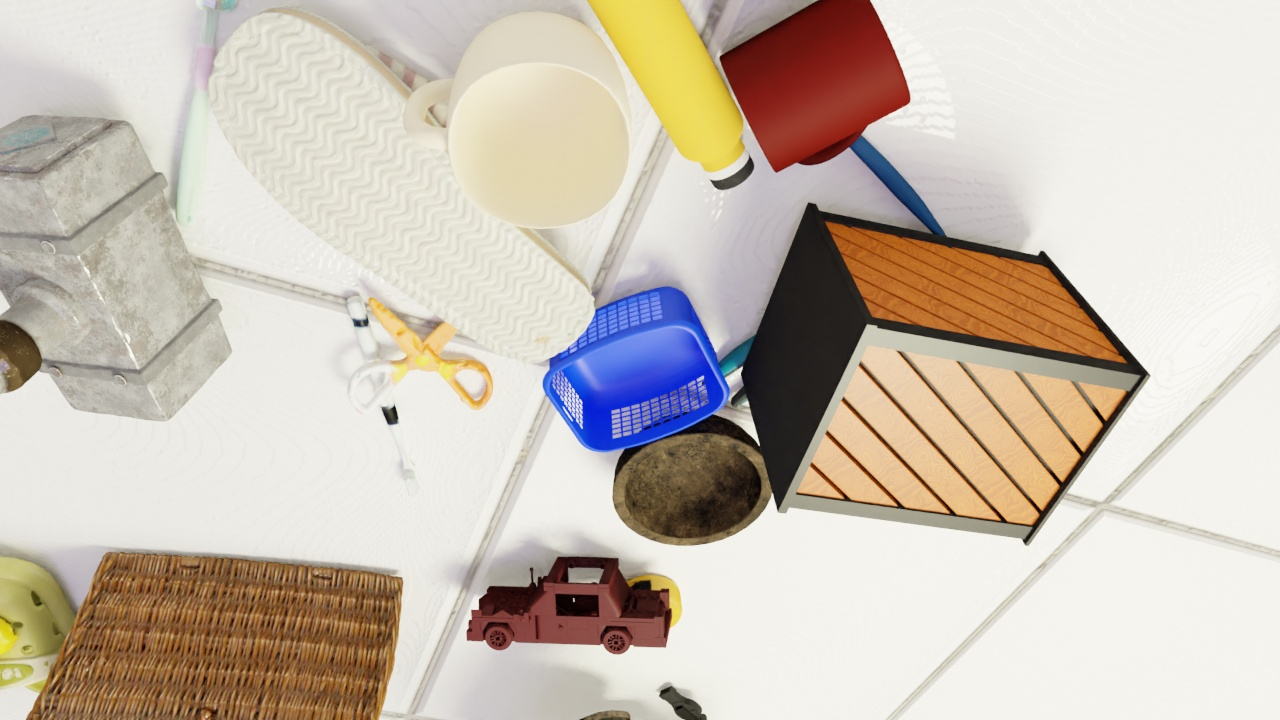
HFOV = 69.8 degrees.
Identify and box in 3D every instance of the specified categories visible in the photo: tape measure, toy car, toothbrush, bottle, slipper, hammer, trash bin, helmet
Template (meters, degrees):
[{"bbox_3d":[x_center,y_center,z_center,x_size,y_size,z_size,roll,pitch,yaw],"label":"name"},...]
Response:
[{"bbox_3d":[0.009,0.225,0.839,0.059,0.030,0.068,-27,126,19],"label":"tape measure"},{"bbox_3d":[-0.060,0.208,0.786,0.170,0.070,0.062,0,101,8],"label":"toy car"},{"bbox_3d":[0.191,-0.095,0.608,0.014,0.014,0.167,-37,121,27],"label":"toothbrush"},{"bbox_3d":[0.022,-0.161,0.524,0.043,0.043,0.144,-26,126,16],"label":"bottle"},{"bbox_3d":[-0.539,0.246,0.786,0.091,0.081,0.191,-3,131,1],"label":"slipper"},{"bbox_3d":[-0.353,0.019,0.465,0.079,0.325,0.177,6,130,14],"label":"hammer"},{"bbox_3d":[0.178,0.009,0.586,0.171,0.139,0.140,9,125,-12],"label":"trash bin"},{"bbox_3d":[-0.188,0.032,0.679,0.012,0.017,0.187,-14,129,-11],"label":"toothbrush"},{"bbox_3d":[-0.009,0.431,0.844,0.233,0.255,0.250,-37,121,19],"label":"helmet"},{"bbox_3d":[-0.258,-0.143,0.536,0.022,0.015,0.155,-10,138,-42],"label":"toothbrush"},{"bbox_3d":[-0.131,-0.101,0.557,0.115,0.052,0.263,-36,118,20],"label":"slipper"}]

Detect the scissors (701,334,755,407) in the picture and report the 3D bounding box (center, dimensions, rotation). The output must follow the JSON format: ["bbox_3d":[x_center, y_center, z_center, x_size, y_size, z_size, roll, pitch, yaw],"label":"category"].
[{"bbox_3d":[0.103,-0.018,0.659,0.146,0.019,0.133,-1,129,-2],"label":"scissors"}]

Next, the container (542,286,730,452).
[{"bbox_3d":[-0.004,0.004,0.643,0.114,0.058,0.096,-22,127,13],"label":"container"}]

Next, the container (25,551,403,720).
[{"bbox_3d":[-0.340,0.288,0.787,0.250,0.162,0.184,7,131,-9],"label":"container"}]

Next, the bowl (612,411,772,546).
[{"bbox_3d":[0.038,0.082,0.710,0.121,0.056,0.121,-2,128,-3],"label":"bowl"}]

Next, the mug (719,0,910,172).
[{"bbox_3d":[0.104,-0.151,0.526,0.083,0.073,0.105,-26,149,15],"label":"mug"}]

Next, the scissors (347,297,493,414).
[{"bbox_3d":[-0.157,0.001,0.651,0.131,0.011,0.125,-31,129,5],"label":"scissors"}]

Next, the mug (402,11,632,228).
[{"bbox_3d":[-0.067,-0.138,0.500,0.120,0.099,0.096,0,130,-6],"label":"mug"}]
